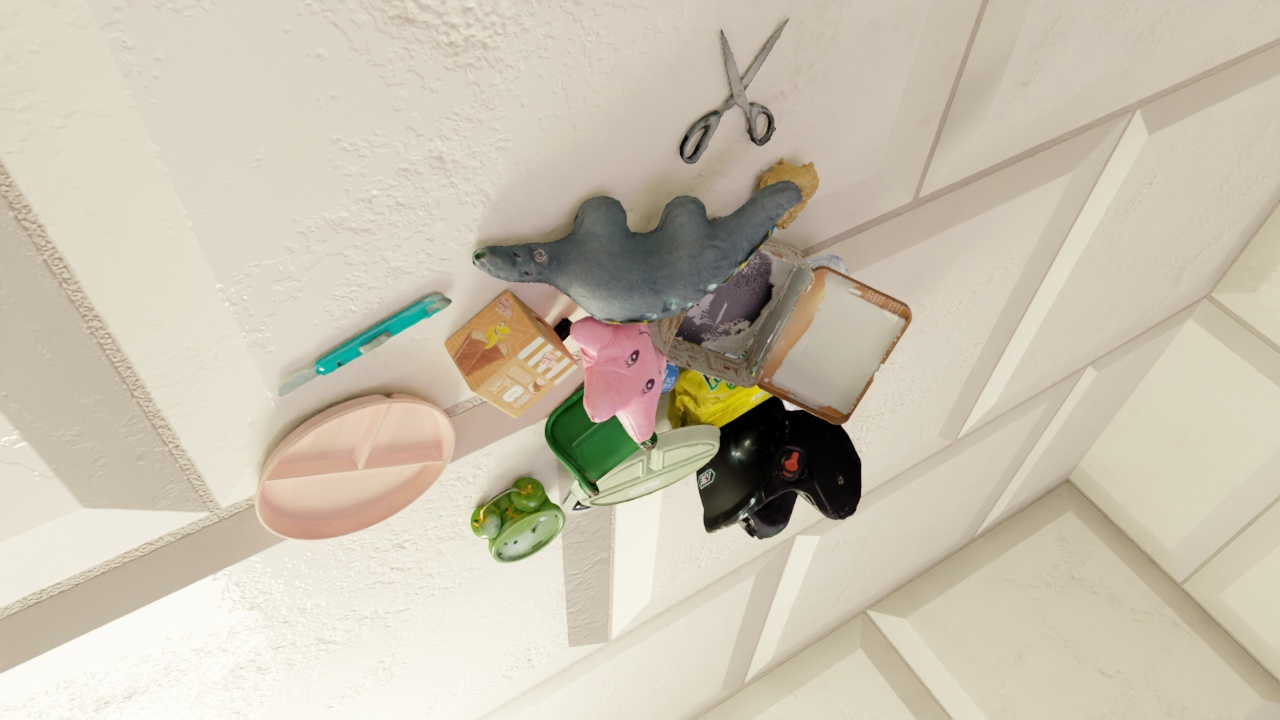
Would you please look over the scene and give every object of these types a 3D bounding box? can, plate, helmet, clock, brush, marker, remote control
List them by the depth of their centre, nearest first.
[{"bbox_3d":[-0.318,0.119,1.031,0.229,0.028,0.230,-27,148,-19],"label":"plate"},{"bbox_3d":[-0.127,0.001,1.078,0.132,0.020,0.022,-43,150,8],"label":"marker"},{"bbox_3d":[0.141,-0.145,1.149,0.083,0.046,0.255,-12,144,-41],"label":"brush"},{"bbox_3d":[-0.007,0.007,1.175,0.053,0.053,0.134,-48,147,16],"label":"can"},{"bbox_3d":[-0.173,0.221,1.284,0.116,0.056,0.161,-35,149,-7],"label":"clock"},{"bbox_3d":[0.012,0.155,1.308,0.230,0.027,0.230,-19,159,-8],"label":"plate"},{"bbox_3d":[-0.061,0.173,1.369,0.058,0.021,0.150,-2,133,-44],"label":"remote control"},{"bbox_3d":[0.200,0.163,1.424,0.274,0.230,0.234,-18,169,-29],"label":"helmet"}]

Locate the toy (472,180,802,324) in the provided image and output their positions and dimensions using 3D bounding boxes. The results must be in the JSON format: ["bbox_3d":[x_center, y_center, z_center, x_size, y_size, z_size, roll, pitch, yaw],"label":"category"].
[{"bbox_3d":[0.002,-0.106,0.972,0.356,0.091,0.138,-11,126,-13],"label":"toy"}]

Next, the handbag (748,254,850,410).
[{"bbox_3d":[0.229,-0.042,1.224,0.134,0.194,0.076,-18,-176,-20],"label":"handbag"}]

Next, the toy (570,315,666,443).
[{"bbox_3d":[-0.022,0.015,1.050,0.195,0.075,0.178,65,36,-33],"label":"toy"}]

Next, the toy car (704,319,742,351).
[{"bbox_3d":[0.124,-0.050,1.257,0.105,0.031,0.049,-40,151,0],"label":"toy car"}]

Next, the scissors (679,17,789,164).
[{"bbox_3d":[0.107,-0.277,0.959,0.159,0.014,0.177,6,128,-49],"label":"scissors"}]

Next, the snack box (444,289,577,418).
[{"bbox_3d":[-0.140,-0.006,1.001,0.094,0.077,0.093,-40,149,5],"label":"snack box"}]

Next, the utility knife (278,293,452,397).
[{"bbox_3d":[-0.274,-0.016,0.913,0.193,0.013,0.029,-31,148,-10],"label":"utility knife"}]

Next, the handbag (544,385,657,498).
[{"bbox_3d":[-0.050,0.096,1.184,0.131,0.120,0.068,-40,150,10],"label":"handbag"}]

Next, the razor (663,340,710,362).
[{"bbox_3d":[0.051,-0.013,1.187,0.142,0.022,0.043,-30,131,-41],"label":"razor"}]

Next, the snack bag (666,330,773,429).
[{"bbox_3d":[0.146,0.025,1.315,0.246,0.068,0.158,-31,161,-13],"label":"snack bag"}]

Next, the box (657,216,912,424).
[{"bbox_3d":[0.173,-0.044,1.120,0.262,0.088,0.178,19,117,-14],"label":"box"}]
